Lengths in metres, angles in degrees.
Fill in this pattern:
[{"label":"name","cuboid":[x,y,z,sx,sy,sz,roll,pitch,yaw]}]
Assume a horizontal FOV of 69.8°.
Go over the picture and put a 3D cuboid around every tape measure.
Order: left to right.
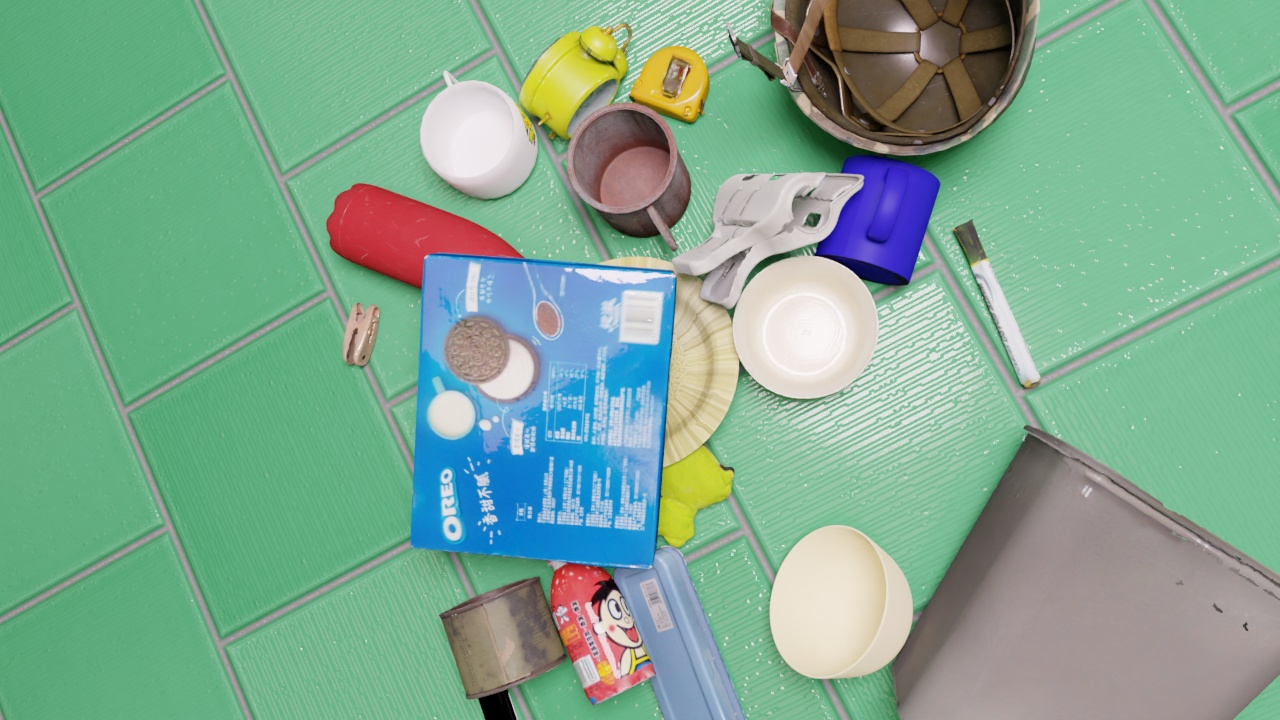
[{"label":"tape measure","cuboid":[0.032,-0.247,0.814,0.068,0.030,0.059,23,92,11]}]

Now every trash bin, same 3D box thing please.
[{"label":"trash bin","cuboid":[0.308,0.194,0.654,0.197,0.197,0.220,34,98,10]}]

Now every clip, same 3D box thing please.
[{"label":"clip","cuboid":[-0.258,-0.025,0.858,0.049,0.026,0.061,-24,74,4]},{"label":"clip","cuboid":[0.089,-0.114,0.735,0.150,0.125,0.089,-37,108,-8]}]

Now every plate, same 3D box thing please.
[{"label":"plate","cuboid":[-0.005,0.005,0.796,0.184,0.036,0.184,-2,82,13]}]

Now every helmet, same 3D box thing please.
[{"label":"helmet","cuboid":[0.190,-0.262,0.680,0.193,0.235,0.224,-30,91,31]}]

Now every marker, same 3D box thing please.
[{"label":"marker","cuboid":[0.294,-0.047,0.755,0.017,0.017,0.146,-22,82,8]}]

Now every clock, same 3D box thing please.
[{"label":"clock","cuboid":[-0.053,-0.250,0.804,0.057,0.083,0.119,44,97,5]}]

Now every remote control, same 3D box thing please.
[{"label":"remote control","cuboid":[-0.135,0.288,0.815,0.028,0.011,0.124,-22,82,8]}]

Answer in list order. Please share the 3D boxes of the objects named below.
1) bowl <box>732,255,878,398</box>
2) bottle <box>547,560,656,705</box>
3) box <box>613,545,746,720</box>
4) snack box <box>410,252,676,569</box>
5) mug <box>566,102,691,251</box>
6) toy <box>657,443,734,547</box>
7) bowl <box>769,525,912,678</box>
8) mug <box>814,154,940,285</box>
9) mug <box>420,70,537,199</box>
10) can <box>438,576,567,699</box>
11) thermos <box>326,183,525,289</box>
[{"label":"bowl","cuboid":[0.136,-0.024,0.760,0.115,0.062,0.115,-1,85,11]},{"label":"bottle","cuboid":[-0.042,0.211,0.768,0.062,0.062,0.137,-28,73,7]},{"label":"box","cuboid":[0.041,0.263,0.782,0.067,0.052,0.209,-27,78,30]},{"label":"snack box","cuboid":[-0.076,0.040,0.732,0.195,0.056,0.239,5,97,2]},{"label":"mug","cuboid":[0.002,-0.143,0.774,0.096,0.110,0.123,-28,82,13]},{"label":"toy","cuboid":[0.032,0.112,0.785,0.094,0.036,0.093,7,92,18]},{"label":"bowl","cuboid":[0.171,0.198,0.727,0.074,0.118,0.118,26,91,-31]},{"label":"mug","cuboid":[0.191,-0.114,0.732,0.079,0.111,0.083,18,89,7]},{"label":"mug","cuboid":[-0.148,-0.206,0.825,0.094,0.068,0.115,-26,81,8]},{"label":"can","cuboid":[-0.116,0.232,0.776,0.090,0.090,0.074,-22,82,8]},{"label":"thermos","cuboid":[-0.162,-0.089,0.806,0.240,0.073,0.073,21,90,18]}]
